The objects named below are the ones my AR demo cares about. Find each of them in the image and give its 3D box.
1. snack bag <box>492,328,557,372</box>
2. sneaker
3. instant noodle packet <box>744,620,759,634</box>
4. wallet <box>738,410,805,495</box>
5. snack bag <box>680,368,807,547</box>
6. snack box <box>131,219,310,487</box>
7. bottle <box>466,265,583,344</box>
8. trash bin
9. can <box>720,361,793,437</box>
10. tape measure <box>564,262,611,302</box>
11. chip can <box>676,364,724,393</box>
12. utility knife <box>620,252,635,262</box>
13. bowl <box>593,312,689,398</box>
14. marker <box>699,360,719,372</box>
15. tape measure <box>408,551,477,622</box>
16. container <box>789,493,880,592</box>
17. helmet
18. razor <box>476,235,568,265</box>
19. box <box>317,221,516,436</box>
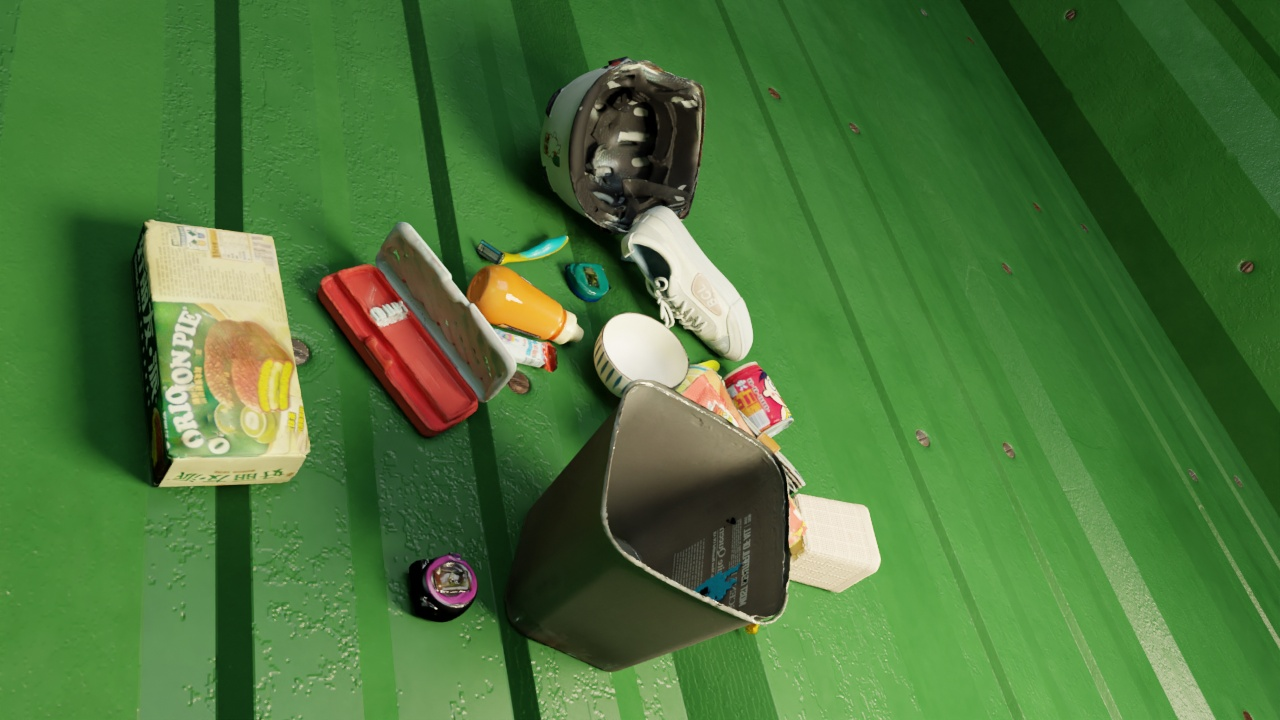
[{"bbox_3d":[-0.142,-0.014,1.047,0.105,0.026,0.045,14,53,-30],"label":"snack bag"},{"bbox_3d":[0.061,-0.084,1.220,0.090,0.090,0.242,-47,109,-32],"label":"sneaker"},{"bbox_3d":[0.075,0.242,1.014,0.128,0.044,0.110,17,53,-29],"label":"instant noodle packet"},{"bbox_3d":[0.151,0.111,1.139,0.037,0.107,0.129,-43,81,-9],"label":"wallet"},{"bbox_3d":[0.102,0.124,1.027,0.208,0.073,0.128,54,48,-6],"label":"snack bag"},{"bbox_3d":[-0.373,-0.008,0.809,0.114,0.063,0.240,2,57,-40],"label":"snack box"},{"bbox_3d":[-0.128,-0.057,1.071,0.149,0.067,0.066,26,43,-34],"label":"bottle"},{"bbox_3d":[-0.001,0.173,0.866,0.198,0.220,0.198,30,42,-18],"label":"trash bin"},{"bbox_3d":[0.152,0.056,1.217,0.066,0.067,0.093,-12,66,-46],"label":"can"},{"bbox_3d":[-0.066,-0.103,1.188,0.058,0.025,0.054,-2,59,-42],"label":"tape measure"},{"bbox_3d":[0.046,0.095,1.089,0.071,0.071,0.209,37,40,-12],"label":"chip can"},{"bbox_3d":[0.038,-0.143,1.326,0.182,0.019,0.031,-3,55,-38],"label":"utility knife"},{"bbox_3d":[-0.007,0.006,1.113,0.116,0.066,0.116,18,46,-19],"label":"bowl"},{"bbox_3d":[0.061,0.020,1.209,0.123,0.015,0.018,-17,69,-44],"label":"marker"},{"bbox_3d":[-0.176,0.204,0.826,0.057,0.039,0.057,10,52,-36],"label":"tape measure"},{"bbox_3d":[0.216,0.221,1.122,0.110,0.090,0.090,17,48,-28],"label":"container"},{"bbox_3d":[-0.040,-0.295,1.252,0.273,0.230,0.157,-15,26,-43],"label":"helmet"},{"bbox_3d":[-0.141,-0.140,1.150,0.043,0.028,0.132,31,33,32],"label":"razor"},{"bbox_3d":[-0.227,-0.033,0.931,0.201,0.100,0.094,51,39,6],"label":"box"}]
